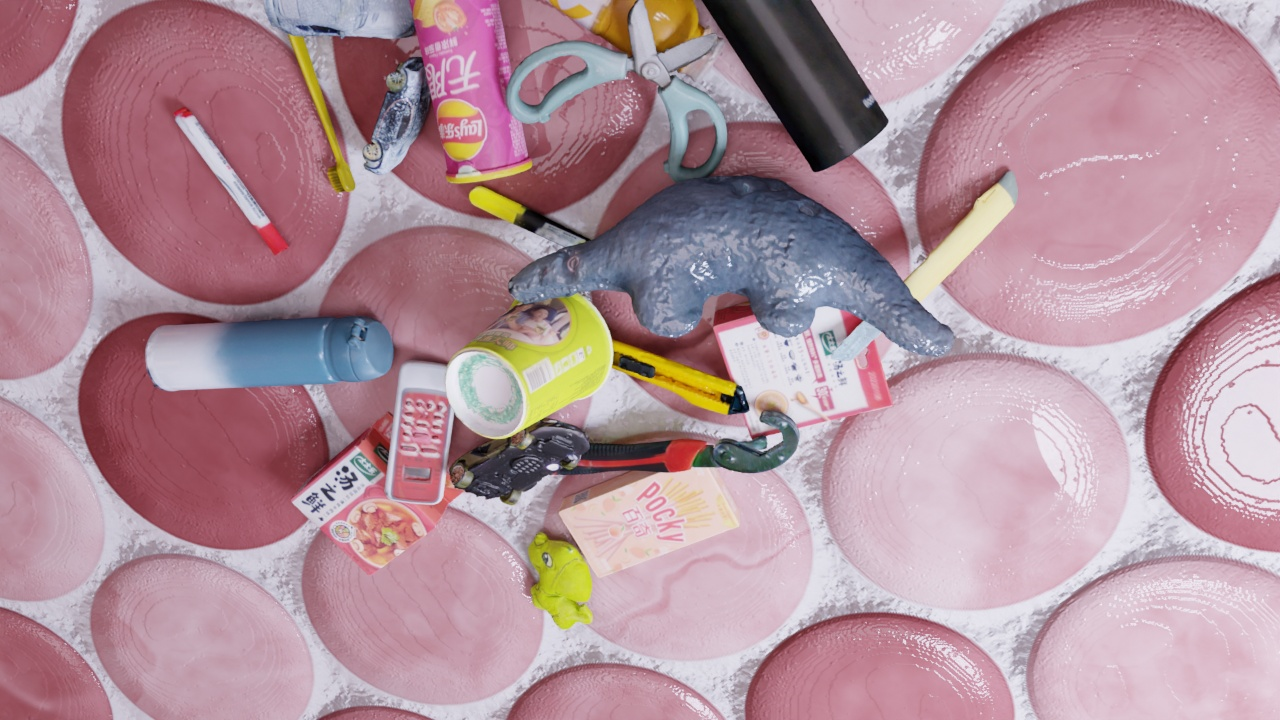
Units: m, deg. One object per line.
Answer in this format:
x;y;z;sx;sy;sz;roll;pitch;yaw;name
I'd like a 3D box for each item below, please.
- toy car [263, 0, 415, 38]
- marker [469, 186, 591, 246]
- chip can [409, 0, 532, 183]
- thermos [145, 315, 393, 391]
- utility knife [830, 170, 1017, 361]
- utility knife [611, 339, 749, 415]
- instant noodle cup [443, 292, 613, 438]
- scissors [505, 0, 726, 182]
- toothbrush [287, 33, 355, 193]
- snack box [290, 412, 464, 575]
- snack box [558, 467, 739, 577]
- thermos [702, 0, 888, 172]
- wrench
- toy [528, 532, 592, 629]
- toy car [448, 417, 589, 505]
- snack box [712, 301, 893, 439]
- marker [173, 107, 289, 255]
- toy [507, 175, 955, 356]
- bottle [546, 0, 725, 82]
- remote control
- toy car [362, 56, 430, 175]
-0.237;-0.286;0.732;0.120;0.036;0.054;1;112;-3;toy car
-0.090;-0.119;0.797;0.124;0.015;0.018;25;115;-6;marker
-0.140;-0.251;0.718;0.071;0.071;0.211;-6;111;10;chip can
-0.342;-0.006;0.854;0.220;0.070;0.070;-2;112;9;thermos
0.232;-0.070;0.740;0.031;0.021;0.204;43;90;-19;utility knife
-0.005;0.005;0.811;0.216;0.015;0.033;20;120;15;utility knife
-0.100;0.006;0.776;0.112;0.123;0.112;11;116;23;instant noodle cup
-0.008;-0.192;0.713;0.171;0.019;0.170;-15;138;18;scissors
-0.281;-0.234;0.775;0.017;0.015;0.190;-7;111;18;toothbrush
-0.260;0.134;0.910;0.127;0.044;0.113;-38;103;20;snack box
0.008;0.147;0.885;0.157;0.026;0.084;-24;107;17;snack box
0.085;-0.252;0.675;0.069;0.089;0.242;-26;108;43;thermos
0.013;0.084;0.839;0.274;0.016;0.056;-8;112;24;wrench
-0.079;0.223;0.924;0.097;0.031;0.100;39;126;10;toy
-0.113;0.091;0.851;0.158;0.042;0.070;-30;138;32;toy car
0.140;-0.003;0.794;0.127;0.044;0.113;-15;109;15;snack box
-0.364;-0.159;0.819;0.017;0.017;0.145;-28;106;18;marker
0.068;-0.080;0.730;0.356;0.091;0.137;5;83;11;toy
-0.023;-0.279;0.689;0.189;0.067;0.068;33;113;-9;bottle
-0.206;0.068;0.864;0.056;0.020;0.136;8;97;-10;remote control
-0.198;-0.199;0.760;0.031;0.048;0.106;29;114;-1;toy car
